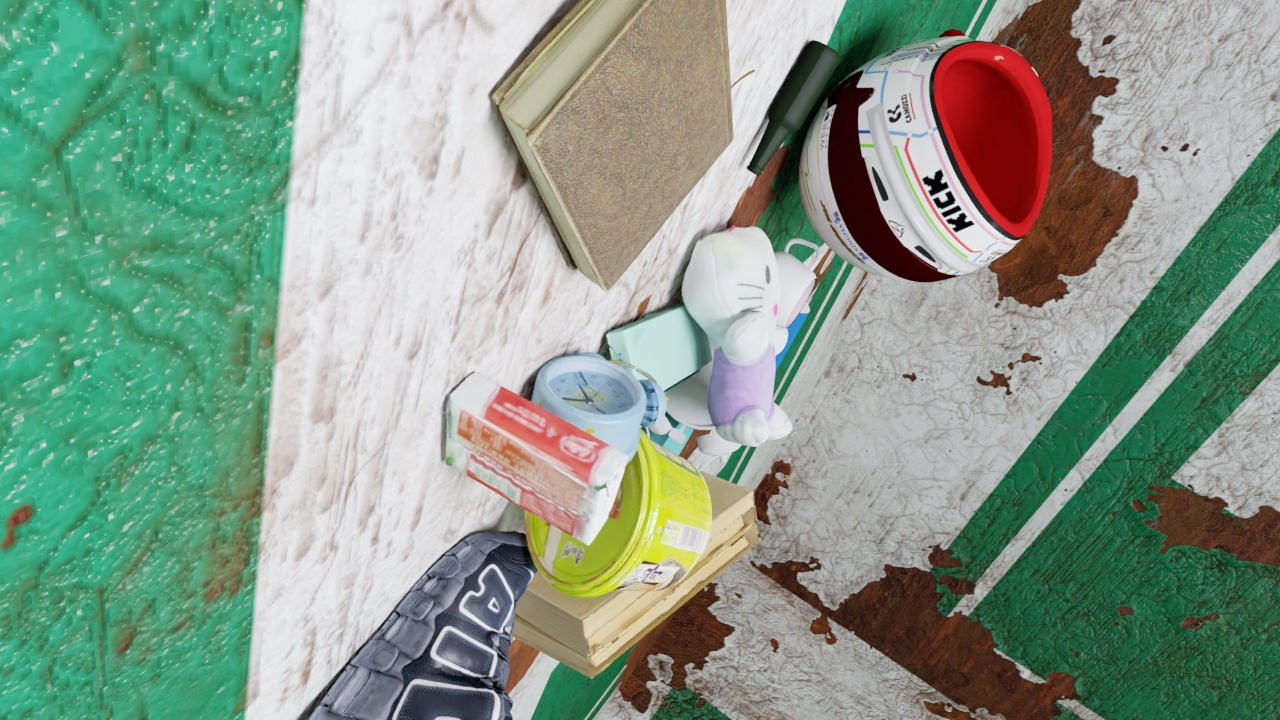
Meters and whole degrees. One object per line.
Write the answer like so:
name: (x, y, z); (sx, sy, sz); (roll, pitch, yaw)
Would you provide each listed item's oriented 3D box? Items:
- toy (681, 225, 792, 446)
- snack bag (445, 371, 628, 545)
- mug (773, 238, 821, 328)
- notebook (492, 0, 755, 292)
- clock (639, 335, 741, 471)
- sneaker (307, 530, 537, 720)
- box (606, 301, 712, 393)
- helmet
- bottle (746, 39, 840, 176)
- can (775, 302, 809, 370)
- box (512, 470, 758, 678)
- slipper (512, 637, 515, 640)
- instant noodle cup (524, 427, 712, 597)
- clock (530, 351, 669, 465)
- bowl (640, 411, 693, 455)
toy: (0.094, -0.025, 0.870); (0.137, 0.086, 0.209); (-2, 86, -65)
snack bag: (-0.068, 0.063, 0.580); (0.036, 0.116, 0.077); (-54, 167, -39)
mug: (0.169, -0.100, 1.105); (0.123, 0.076, 0.090); (-53, 165, -17)
notebook: (0.011, -0.149, 0.527); (0.190, 0.034, 0.215); (-51, 164, -9)
clock: (0.061, 0.042, 0.974); (0.061, 0.120, 0.159); (71, 42, -78)
sneaker: (-0.125, 0.245, 0.697); (0.251, 0.151, 0.097); (-49, 163, -38)
box: (-0.002, 0.005, 0.853); (0.113, 0.078, 0.186); (-32, 177, 29)
helmet: (0.280, -0.198, 0.955); (0.237, 0.231, 0.313); (-22, -158, 47)
bottle: (0.132, -0.221, 0.813); (0.123, 0.033, 0.033); (-59, 166, 9)
can: (0.157, -0.030, 1.207); (0.078, 0.079, 0.146); (-29, 148, -62)
box: (-0.006, 0.200, 0.913); (0.248, 0.128, 0.092); (-30, 127, -39)
slipper: (-0.077, 0.214, 0.992); (0.220, 0.056, 0.107); (-43, 158, -46)
instant noodle cup: (-0.015, 0.124, 0.754); (0.097, 0.146, 0.146); (23, 101, -43)
clock: (-0.033, 0.032, 0.686); (0.124, 0.089, 0.052); (-35, 147, -51)
bowl: (0.018, 0.091, 1.063); (0.121, 0.046, 0.121); (-52, 165, -21)
